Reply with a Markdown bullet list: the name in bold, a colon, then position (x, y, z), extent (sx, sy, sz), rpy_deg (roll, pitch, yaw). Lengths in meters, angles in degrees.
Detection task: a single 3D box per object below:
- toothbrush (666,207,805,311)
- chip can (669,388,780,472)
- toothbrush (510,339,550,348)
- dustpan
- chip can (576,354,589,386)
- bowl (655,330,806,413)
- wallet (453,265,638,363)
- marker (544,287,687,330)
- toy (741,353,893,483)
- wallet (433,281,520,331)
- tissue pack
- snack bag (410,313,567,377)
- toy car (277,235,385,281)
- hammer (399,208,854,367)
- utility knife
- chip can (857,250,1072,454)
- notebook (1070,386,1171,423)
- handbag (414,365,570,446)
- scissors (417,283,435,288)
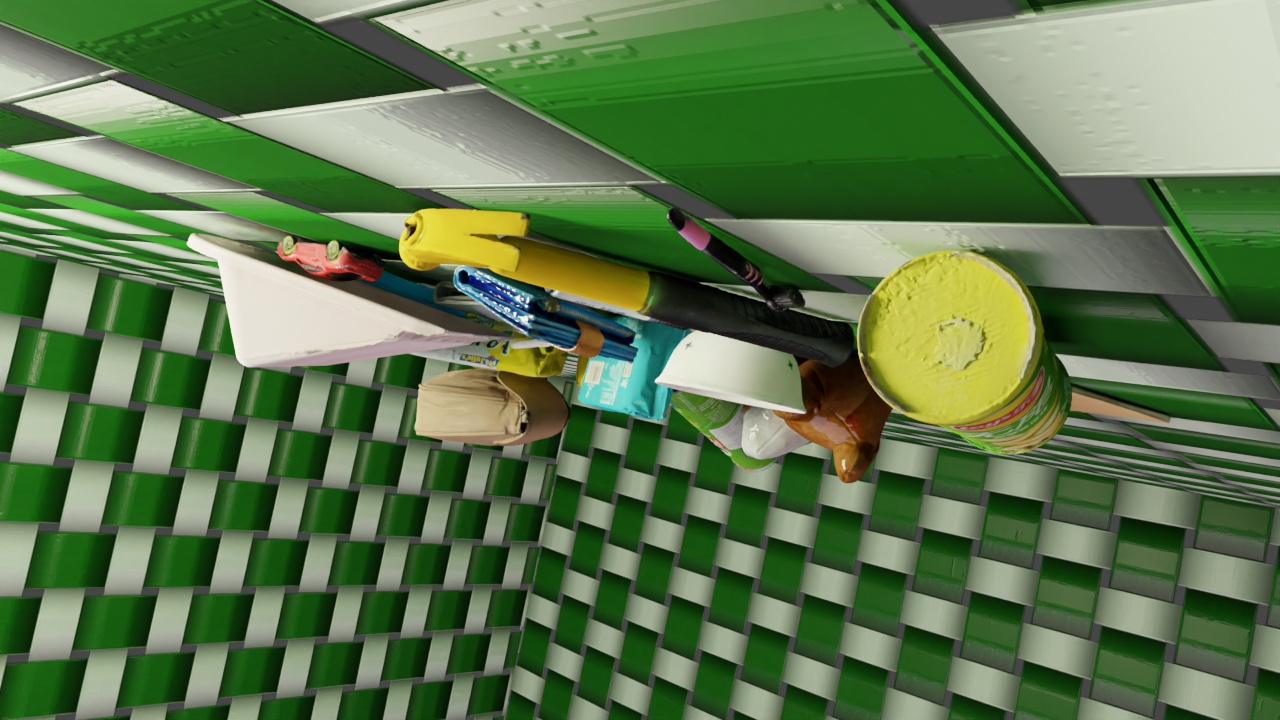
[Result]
- **toothbrush**: position (0.054, -0.048, 0.471), extent (0.018, 0.014, 0.189), rpy_deg (-1, 171, 24)
- **chip can**: position (0.087, 0.051, 1.011), extent (0.072, 0.072, 0.236), rpy_deg (9, 160, 34)
- **toothbrush**: position (-0.081, -0.015, 0.910), extent (0.016, 0.016, 0.180), rpy_deg (0, 180, -38)
- **dustpan**: position (-0.277, -0.071, 0.867), extent (0.273, 0.139, 0.222), rpy_deg (-8, 179, 5)
- **chip can**: position (0.033, 0.018, 1.111), extent (0.216, 0.073, 0.073), rpy_deg (12, 177, -16)
- **bowl**: position (0.076, -0.001, 0.712), extent (0.118, 0.064, 0.118), rpy_deg (12, 176, 1)
- **wallet**: position (-0.073, -0.037, 0.744), extent (0.106, 0.040, 0.133), rpy_deg (31, -170, 37)
- **marker**: position (-0.014, -0.045, 0.709), extent (0.130, 0.018, 0.023), rpy_deg (13, 161, -33)
- **toy**: position (0.151, 0.049, 0.865), extent (0.140, 0.130, 0.199), rpy_deg (47, 178, -15)
- **wallet**: position (-0.112, -0.045, 0.864), extent (0.107, 0.037, 0.129), rpy_deg (9, 177, 42)
- **tissue pack**: position (-0.005, 0.005, 0.859), extent (0.050, 0.093, 0.134), rpy_deg (18, 175, -25)
- **snack bag**: position (-0.203, -0.032, 1.070), extent (0.246, 0.068, 0.158), rpy_deg (10, -179, 5)
- **toy car**: position (-0.270, -0.086, 0.791), extent (0.106, 0.031, 0.049), rpy_deg (12, 176, 33)
- **hammer**: position (0.003, -0.042, 0.572), extent (0.300, 0.033, 0.129), rpy_deg (13, 177, -22)
- **utility knife**: position (-0.198, -0.058, 0.891), extent (0.218, 0.018, 0.034), rpy_deg (22, 173, -34)
- **chip can**: position (0.171, 0.006, 0.459), extent (0.073, 0.072, 0.221), rpy_deg (10, 176, 30)
- **notebook**: position (0.325, 0.026, 0.786), extent (0.207, 0.008, 0.148), rpy_deg (13, 176, -30)
- **handbag**: position (-0.177, 0.053, 1.105), extent (0.148, 0.100, 0.204), rpy_deg (3, 180, 12)
- **scissors**: position (-0.170, -0.064, 0.952), extent (0.133, 0.017, 0.134), rpy_deg (15, 180, 6)
